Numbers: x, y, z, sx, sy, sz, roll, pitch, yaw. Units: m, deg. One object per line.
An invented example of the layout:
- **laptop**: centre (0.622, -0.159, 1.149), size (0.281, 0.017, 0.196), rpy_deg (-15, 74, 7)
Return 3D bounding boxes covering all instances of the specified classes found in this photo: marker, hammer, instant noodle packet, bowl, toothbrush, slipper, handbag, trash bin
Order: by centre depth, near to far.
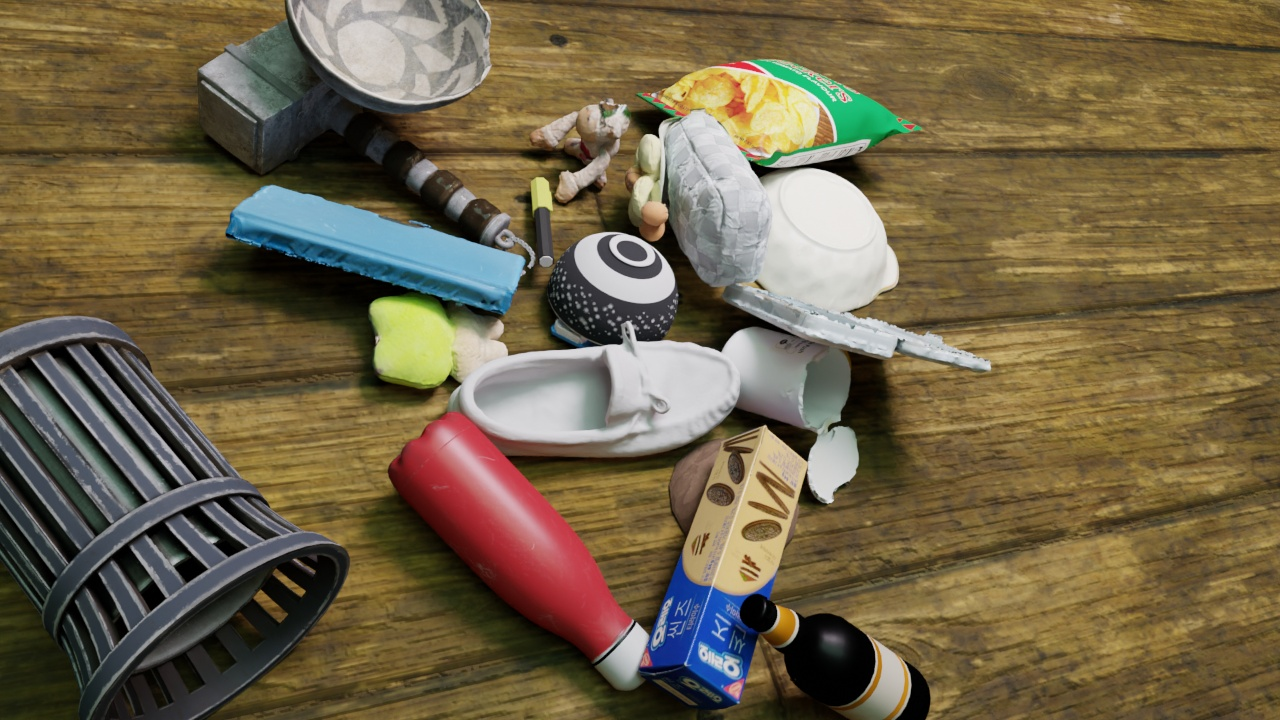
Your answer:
- **trash bin**: centre (-0.320, 0.094, 0.567), size (0.227, 0.165, 0.163), rpy_deg (43, 54, 16)
- **slipper**: centre (-0.033, 0.025, 0.752), size (0.246, 0.075, 0.112), rpy_deg (-4, 85, -17)
- **bowl**: centre (0.085, 0.112, 0.775), size (0.117, 0.030, 0.117), rpy_deg (9, 55, -14)
- **bowl**: centre (-0.227, -0.285, 0.806), size (0.178, 0.081, 0.178), rpy_deg (12, 66, -29)
- **toothbrush**: centre (-0.005, 0.005, 0.811), size (0.166, 0.014, 0.016), rpy_deg (27, 44, 9)
- **bowl**: centre (-0.018, -0.075, 0.829), size (0.120, 0.067, 0.120), rpy_deg (14, 41, -13)
- **hammer**: centre (-0.225, -0.189, 0.849), size (0.326, 0.080, 0.176), rpy_deg (37, 53, 1)
- **handbag**: centre (0.050, -0.149, 0.863), size (0.123, 0.113, 0.171), rpy_deg (-7, 41, -16)
- **marker**: centre (-0.092, -0.131, 0.871), size (0.021, 0.018, 0.123), rpy_deg (38, 28, -37)
- **bowl**: centre (0.186, -0.142, 0.968), size (0.219, 0.060, 0.188), rpy_deg (15, 53, -9)
- **instant noodle packet**: centre (0.152, -0.275, 1.010), size (0.252, 0.090, 0.195), rpy_deg (-17, 41, -31)

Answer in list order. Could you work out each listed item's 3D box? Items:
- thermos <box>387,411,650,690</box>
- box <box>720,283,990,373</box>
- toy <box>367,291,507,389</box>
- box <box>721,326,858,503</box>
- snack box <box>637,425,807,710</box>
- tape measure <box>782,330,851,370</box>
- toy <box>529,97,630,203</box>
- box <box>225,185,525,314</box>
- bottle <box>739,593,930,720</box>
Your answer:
- **thermos**: centre (-0.080, 0.144, 0.669), size (0.240, 0.073, 0.073), rpy_deg (45, 54, 4)
- **box**: centre (0.186, -0.031, 0.831), size (0.188, 0.037, 0.209), rpy_deg (15, 9, -19)
- **toy**: centre (-0.168, -0.017, 0.765), size (0.115, 0.046, 0.092), rpy_deg (1, 58, -27)
- **box**: centre (0.132, 0.047, 0.824), size (0.080, 0.150, 0.106), rpy_deg (-27, 28, -35)
- **snack box**: centre (0.066, 0.148, 0.680), size (0.056, 0.057, 0.206), rpy_deg (40, 51, -21)
- **tape measure**: centre (0.169, 0.001, 0.877), size (0.065, 0.037, 0.064), rpy_deg (11, 54, -13)
- **toy**: centre (-0.048, -0.215, 0.910), size (0.074, 0.106, 0.085), rpy_deg (2, 62, -43)
- **box**: centre (-0.217, -0.085, 0.773), size (0.231, 0.053, 0.093), rpy_deg (15, 25, -8)
- **bottle**: centre (0.135, 0.213, 0.656), size (0.181, 0.059, 0.059), rpy_deg (38, 46, -30)
